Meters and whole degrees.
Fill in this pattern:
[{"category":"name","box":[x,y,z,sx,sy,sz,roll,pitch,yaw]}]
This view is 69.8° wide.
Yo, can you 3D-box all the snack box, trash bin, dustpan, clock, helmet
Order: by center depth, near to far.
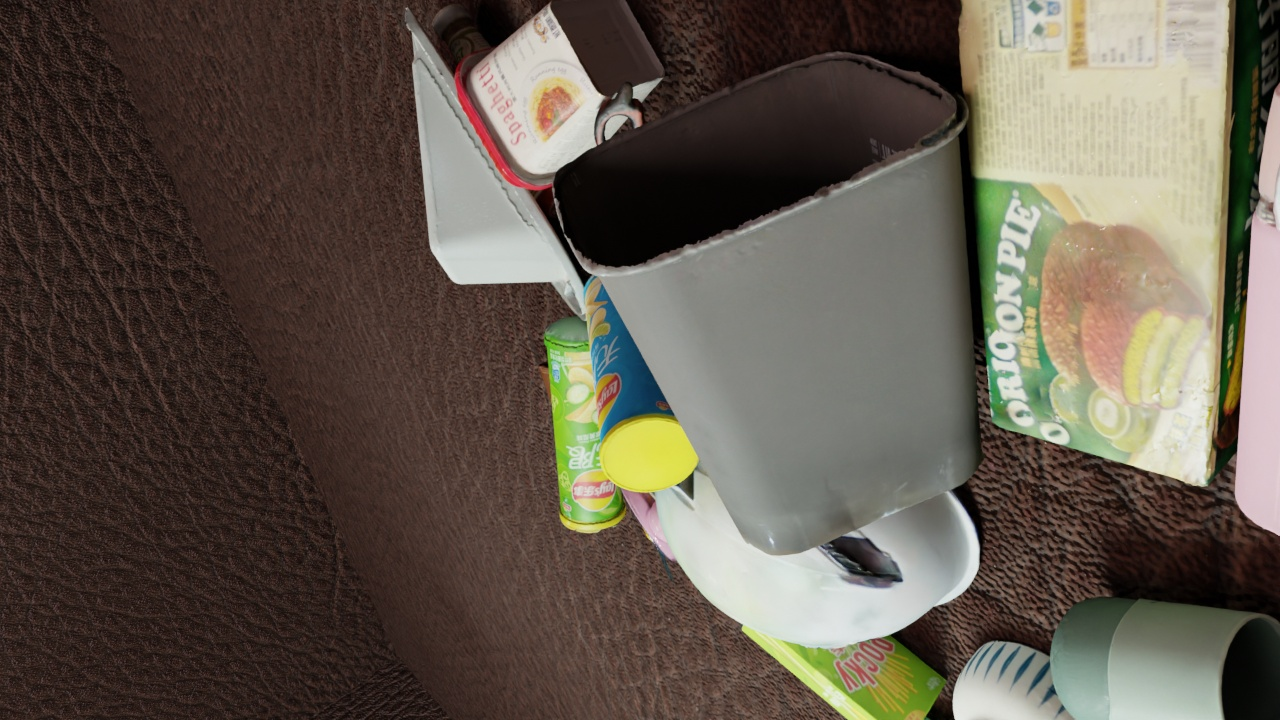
[{"category":"snack box","box":[0.223,-0.065,0.430,0.115,0.063,0.240,19,133,50]},{"category":"trash bin","box":[0.086,-0.031,0.530,0.198,0.198,0.220,-112,-2,-61]},{"category":"helmet","box":[0.108,0.123,0.706,0.259,0.145,0.229,37,145,33]},{"category":"snack box","box":[0.171,0.247,0.771,0.156,0.085,0.026,37,133,22]},{"category":"dustpan","box":[-0.124,-0.161,0.858,0.223,0.142,0.257,147,119,-83]},{"category":"clock","box":[0.023,0.126,0.868,0.117,0.060,0.158,59,-175,19]}]

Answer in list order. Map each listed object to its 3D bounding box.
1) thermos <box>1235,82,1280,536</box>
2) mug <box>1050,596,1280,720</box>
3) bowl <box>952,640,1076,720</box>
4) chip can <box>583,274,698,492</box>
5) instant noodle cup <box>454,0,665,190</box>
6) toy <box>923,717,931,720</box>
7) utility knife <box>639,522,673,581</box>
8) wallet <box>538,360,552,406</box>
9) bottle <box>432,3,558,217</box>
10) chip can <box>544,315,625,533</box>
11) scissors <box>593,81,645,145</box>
[{"category":"thermos","box":[0.278,-0.015,0.369,0.067,0.087,0.199,23,138,50]},{"category":"mug","box":[0.312,0.187,0.530,0.111,0.082,0.107,33,158,-21]},{"category":"bowl","box":[0.277,0.272,0.669,0.116,0.066,0.117,38,145,32]},{"category":"chip can","box":[-0.004,0.004,0.719,0.210,0.071,0.071,-100,3,-52]},{"category":"instant noodle cup","box":[-0.057,-0.207,0.691,0.124,0.116,0.116,-25,96,49]},{"category":"toy","box":[0.258,0.342,0.781,0.161,0.049,0.156,39,155,29]},{"category":"utility knife","box":[0.003,0.158,0.942,0.033,0.015,0.218,56,-176,-29]},{"category":"wallet","box":[-0.065,0.049,1.026,0.125,0.032,0.101,2,116,56]},{"category":"bottle","box":[-0.114,-0.221,0.804,0.206,0.059,0.060,55,151,5]},{"category":"chip can","box":[-0.055,0.064,0.937,0.073,0.072,0.221,23,123,47]},{"category":"scissors","box":[0.034,-0.112,0.684,0.197,0.015,0.214,28,133,-23]}]
